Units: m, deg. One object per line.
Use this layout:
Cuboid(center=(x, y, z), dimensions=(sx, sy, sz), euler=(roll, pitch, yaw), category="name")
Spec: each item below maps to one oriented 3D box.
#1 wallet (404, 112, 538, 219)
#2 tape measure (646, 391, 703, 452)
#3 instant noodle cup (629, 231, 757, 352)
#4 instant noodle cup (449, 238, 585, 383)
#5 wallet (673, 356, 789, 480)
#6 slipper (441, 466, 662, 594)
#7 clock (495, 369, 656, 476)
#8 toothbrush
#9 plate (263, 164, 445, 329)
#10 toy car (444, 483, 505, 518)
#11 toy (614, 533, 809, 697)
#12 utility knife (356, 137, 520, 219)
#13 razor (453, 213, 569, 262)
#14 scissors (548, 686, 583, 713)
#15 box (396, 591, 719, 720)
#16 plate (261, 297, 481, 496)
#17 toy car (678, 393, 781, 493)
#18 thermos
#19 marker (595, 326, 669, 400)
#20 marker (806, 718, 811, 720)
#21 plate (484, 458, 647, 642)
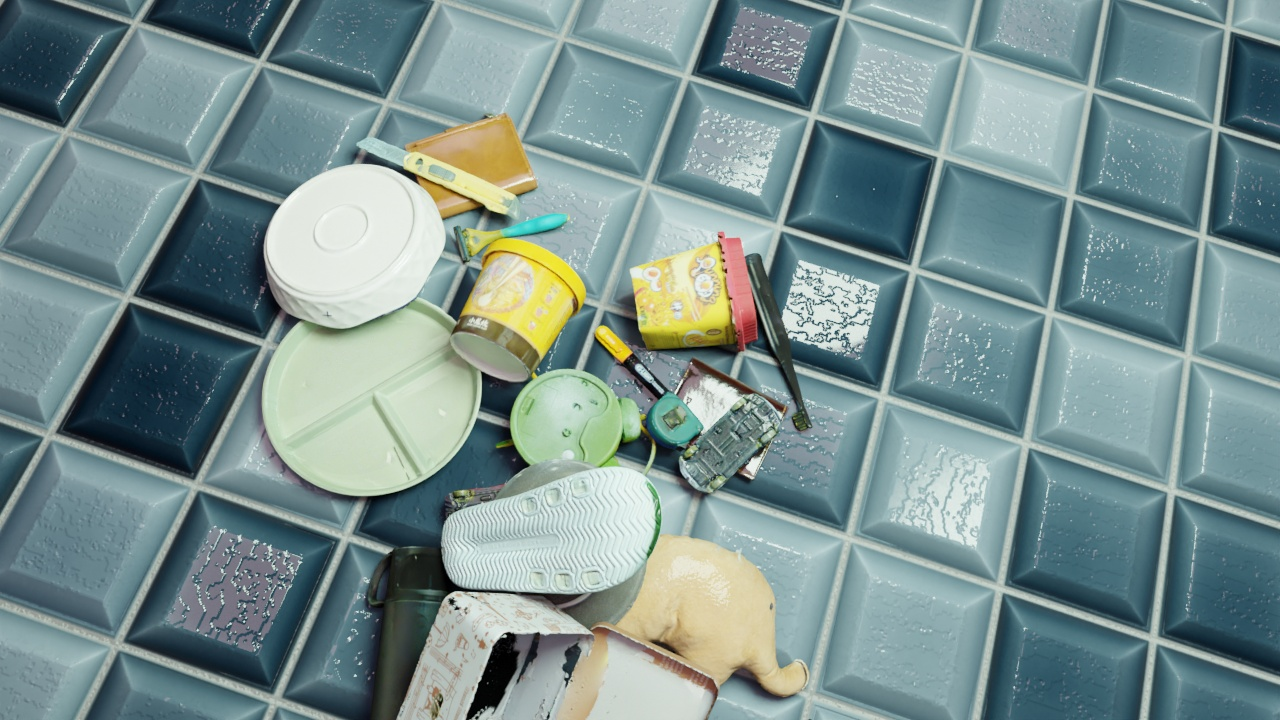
Cuboid(center=(-0.202, -0.236, 1.081), dimensions=(0.130, 0.035, 0.119), euler=(-20, 75, -9), category="wallet")
Cuboid(center=(0.034, 0.065, 0.970), dimensions=(0.058, 0.025, 0.054), euler=(49, 52, 2), category="tape measure")
Cuboid(center=(0.058, -0.066, 1.005), dimensions=(0.124, 0.116, 0.116), euler=(-10, 72, 5), category="instant noodle cup")
Cuboid(center=(-0.134, -0.048, 0.971), dimensions=(0.118, 0.119, 0.114), euler=(23, 66, 4), category="instant noodle cup")
Cuboid(center=(0.089, 0.063, 1.005), dimensions=(0.122, 0.020, 0.096), euler=(27, 71, 8), category="wallet")
Cuboid(center=(-0.081, 0.163, 0.848), dimensions=(0.246, 0.074, 0.104), euler=(-15, 81, 30), category="slipper")
Cuboid(center=(-0.062, 0.078, 0.969), dimensions=(0.161, 0.056, 0.116), euler=(22, 72, 4), category="clock")
Cuboid(center=(0.155, -0.022, 1.036), dimensions=(0.027, 0.026, 0.212), euler=(-24, 72, 25), category="toothbrush")
Cuboid(center=(-0.320, -0.134, 1.009), dimensions=(0.205, 0.046, 0.204), euler=(-4, 62, 7), category="plate")
Cuboid(center=(-0.148, 0.153, 0.948), dimensions=(0.106, 0.031, 0.049), euler=(-9, 85, 0), category="toy car")
Cuboid(center=(0.071, 0.253, 0.908), dimensions=(0.226, 0.082, 0.143), euler=(20, 87, 2), category="toy")
Cuboid(center=(-0.230, -0.213, 1.055), dimensions=(0.208, 0.021, 0.030), euler=(22, 70, 8), category="utility knife")
Cuboid(center=(-0.146, -0.149, 1.058), dimensions=(0.132, 0.028, 0.043), euler=(-16, 96, -6), category="razor")
Cuboid(center=(-0.068, 0.361, 0.893), dimensions=(0.131, 0.017, 0.133), euler=(22, 68, 6), category="scissors")
Cuboid(center=(-0.080, 0.320, 0.822), dimensions=(0.271, 0.133, 0.179), euler=(22, 92, -20), category="box")
Cuboid(center=(-0.285, 0.034, 0.985), dimensions=(0.230, 0.027, 0.229), euler=(1, 70, -4), category="plate")
Cuboid(center=(0.095, 0.088, 0.970), dimensions=(0.120, 0.037, 0.054), euler=(-43, 77, 0), category="toy car")
Cuboid(center=(-0.229, 0.305, 0.881), dimensions=(0.090, 0.068, 0.242), euler=(-11, 66, 27), category="thermos")
Cuboid(center=(-0.006, 0.006, 1.014), dimensions=(0.018, 0.015, 0.124), euler=(-42, 73, -9), category="marker")
Cuboid(center=(0.109, 0.379, 0.895), dimensions=(0.132, 0.020, 0.022), euler=(-14, 101, -10), category="marker")
Cuboid(center=(-0.081, 0.184, 0.892), dimensions=(0.180, 0.024, 0.179), euler=(-4, 78, 17), category="plate")
